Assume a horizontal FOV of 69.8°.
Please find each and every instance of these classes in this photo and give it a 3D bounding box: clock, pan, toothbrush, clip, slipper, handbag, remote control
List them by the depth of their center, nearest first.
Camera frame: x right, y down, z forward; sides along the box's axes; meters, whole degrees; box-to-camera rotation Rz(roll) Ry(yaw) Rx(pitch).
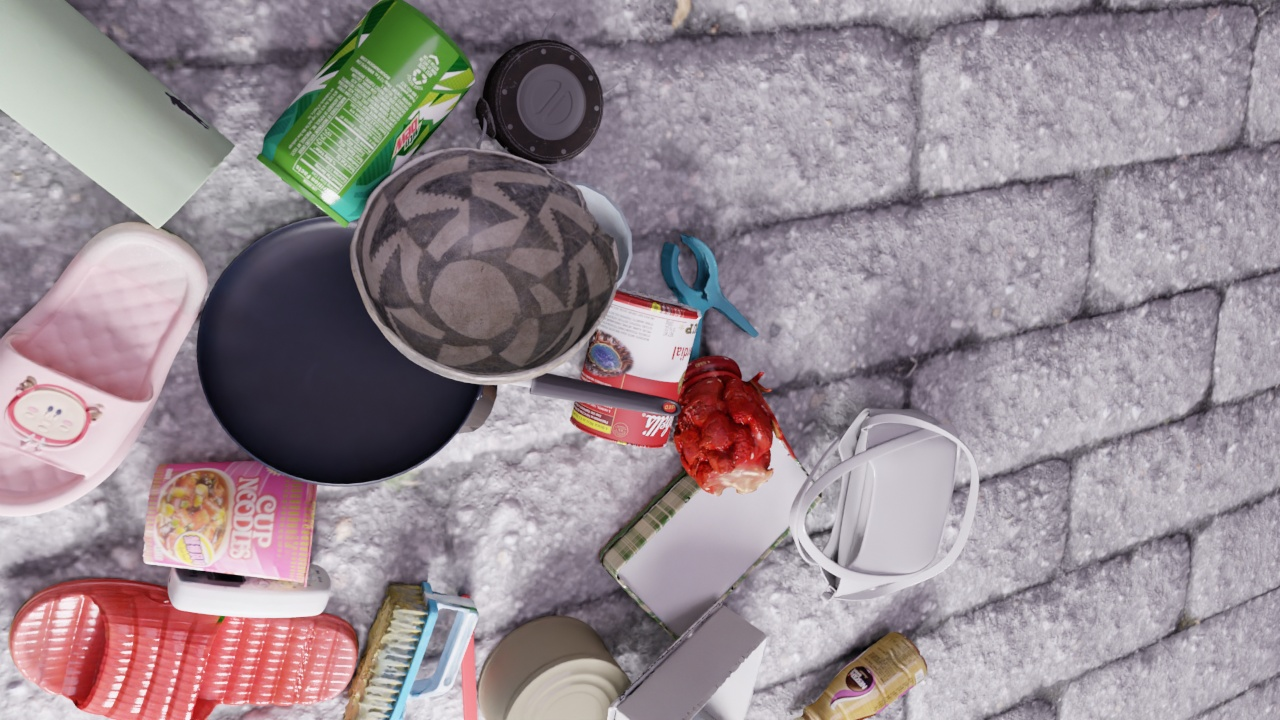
[{"bbox_3d":[-0.373,0.008,0.615,0.106,0.056,0.221,36,86,-31],"label":"slipper"},{"bbox_3d":[-0.138,0.007,0.687,0.356,0.021,0.198,11,76,-15],"label":"pan"},{"bbox_3d":[-0.334,0.228,0.691,0.248,0.059,0.103,18,95,-29],"label":"slipper"},{"bbox_3d":[-0.293,0.169,0.692,0.114,0.060,0.028,13,100,-28],"label":"remote control"},{"bbox_3d":[-0.079,-0.194,0.706,0.091,0.044,0.122,42,84,-28],"label":"clock"},{"bbox_3d":[0.046,-0.051,0.816,0.102,0.027,0.119,-29,115,-19],"label":"clip"},{"bbox_3d":[-0.151,0.309,0.821,0.012,0.018,0.213,-6,106,-24],"label":"toothbrush"},{"bbox_3d":[0.224,0.151,0.891,0.222,0.096,0.216,-2,104,-41],"label":"handbag"}]

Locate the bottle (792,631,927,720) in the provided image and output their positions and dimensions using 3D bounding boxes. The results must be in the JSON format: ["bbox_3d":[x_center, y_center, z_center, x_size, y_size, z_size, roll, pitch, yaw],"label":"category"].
[{"bbox_3d":[0.231,0.363,0.994,0.166,0.060,0.060,-31,114,-15],"label":"bottle"}]

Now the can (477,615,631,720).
[{"bbox_3d":[-0.075,0.305,0.825,0.127,0.073,0.128,-7,106,-24],"label":"can"}]

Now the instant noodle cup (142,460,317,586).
[{"bbox_3d":[-0.293,0.113,0.664,0.108,0.098,0.098,6,101,-20],"label":"instant noodle cup"}]

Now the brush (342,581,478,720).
[{"bbox_3d":[-0.193,0.258,0.766,0.075,0.055,0.136,19,95,-23],"label":"brush"}]

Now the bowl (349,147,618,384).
[{"bbox_3d":[-0.112,-0.055,0.649,0.178,0.081,0.178,7,63,-14],"label":"bowl"}]

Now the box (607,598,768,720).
[{"bbox_3d":[0.042,0.419,0.875,0.165,0.098,0.369,-31,132,-42],"label":"box"}]

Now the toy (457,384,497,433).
[{"bbox_3d":[-0.161,0.016,0.718,0.100,0.063,0.076,26,54,-27],"label":"toy"}]

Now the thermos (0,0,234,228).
[{"bbox_3d":[-0.369,-0.182,0.554,0.082,0.082,0.231,-50,119,-6],"label":"thermos"}]

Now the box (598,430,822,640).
[{"bbox_3d":[0.068,0.154,0.868,0.205,0.051,0.117,-45,114,-9],"label":"box"}]

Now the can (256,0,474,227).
[{"bbox_3d":[-0.190,-0.171,0.637,0.083,0.083,0.144,40,85,-28],"label":"can"}]

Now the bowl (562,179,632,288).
[{"bbox_3d":[-0.060,-0.087,0.733,0.106,0.039,0.106,0,85,-2],"label":"bowl"}]

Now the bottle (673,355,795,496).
[{"bbox_3d":[0.077,0.056,0.797,0.099,0.111,0.099,-11,145,-8],"label":"bottle"}]

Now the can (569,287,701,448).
[{"bbox_3d":[-0.005,0.004,0.770,0.086,0.087,0.116,10,99,-27],"label":"can"}]
